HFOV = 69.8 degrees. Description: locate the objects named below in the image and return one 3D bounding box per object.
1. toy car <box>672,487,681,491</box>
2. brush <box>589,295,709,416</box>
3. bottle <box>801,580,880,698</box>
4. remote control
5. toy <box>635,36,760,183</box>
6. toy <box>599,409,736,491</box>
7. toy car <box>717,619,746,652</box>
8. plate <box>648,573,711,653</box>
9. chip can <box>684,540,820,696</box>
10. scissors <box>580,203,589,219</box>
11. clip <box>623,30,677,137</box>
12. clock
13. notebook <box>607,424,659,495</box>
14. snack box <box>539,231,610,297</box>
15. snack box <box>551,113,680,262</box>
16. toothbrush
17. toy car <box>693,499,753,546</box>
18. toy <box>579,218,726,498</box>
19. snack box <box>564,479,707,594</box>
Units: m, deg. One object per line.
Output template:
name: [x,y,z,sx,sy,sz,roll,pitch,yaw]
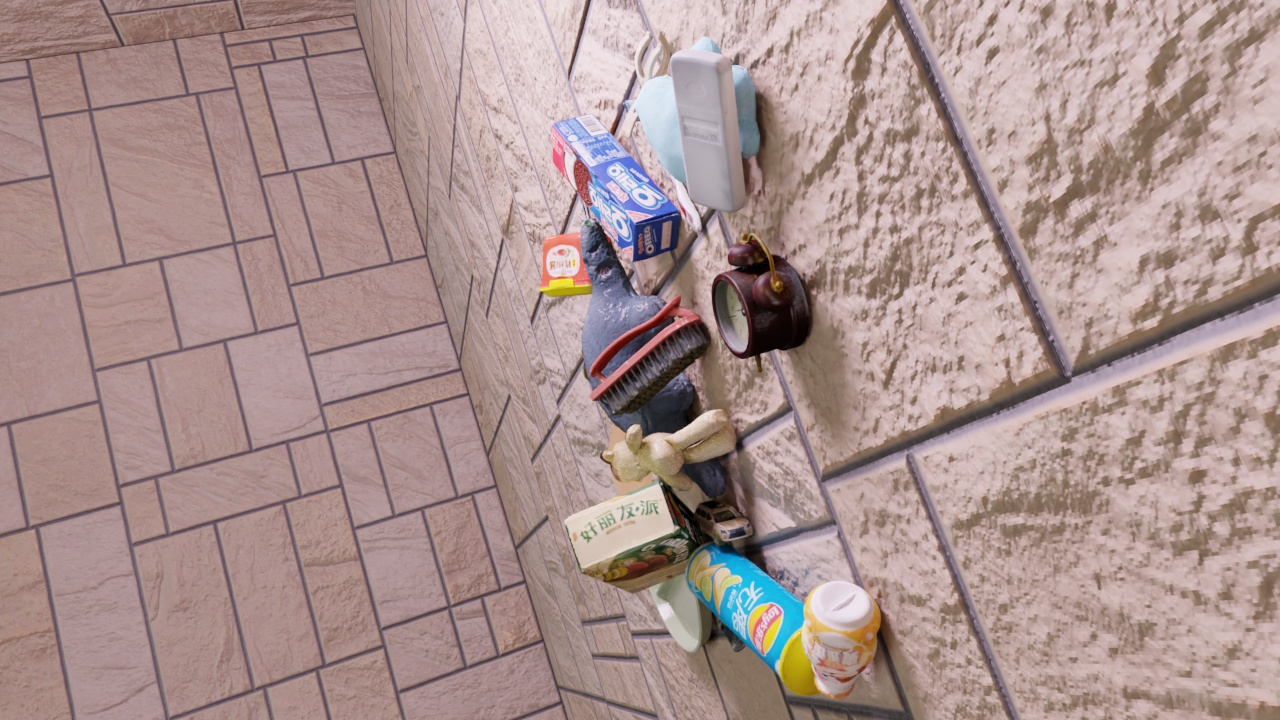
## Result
toy car: [0.040,0.123,1.130,0.105,0.031,0.049,-135,30,-67]
brush: [0.008,-0.006,0.989,0.146,0.063,0.069,-41,72,25]
bottle: [0.170,0.242,0.785,0.063,0.063,0.108,-128,28,-51]
remote control: [0.056,-0.185,0.749,0.056,0.020,0.136,24,140,37]
toy: [0.047,-0.210,0.803,0.161,0.049,0.157,49,148,30]
toy: [0.031,0.093,0.985,0.105,0.158,0.066,43,-139,-31]
toy car: [0.110,0.294,1.055,0.043,0.034,0.091,-132,32,-50]
plate: [0.043,0.288,1.266,0.230,0.027,0.230,164,90,-73]
chip can: [0.119,0.251,0.921,0.210,0.071,0.071,-155,51,-65]
scissors: [-0.056,-0.133,1.246,0.126,0.012,0.174,-132,33,-58]
clip: [0.014,-0.262,0.879,0.034,0.070,0.100,-123,31,-41]
clock: [0.099,-0.053,0.764,0.122,0.055,0.082,90,157,-48]
notebook: [-0.014,0.147,1.272,0.212,0.012,0.149,103,152,-56]
snack box: [-0.080,-0.125,1.193,0.091,0.081,0.080,-2,92,34]
snack box: [-0.031,-0.195,1.015,0.207,0.057,0.058,54,153,35]
toothbrush: [0.022,-0.202,0.938,0.016,0.017,0.187,104,147,-58]
toy car: [0.090,0.178,1.008,0.090,0.042,0.035,-165,63,-70]
toy: [-0.006,0.006,1.079,0.138,0.091,0.356,-36,74,53]
snack box: [0.005,0.206,1.036,0.240,0.114,0.063,55,-167,-66]
